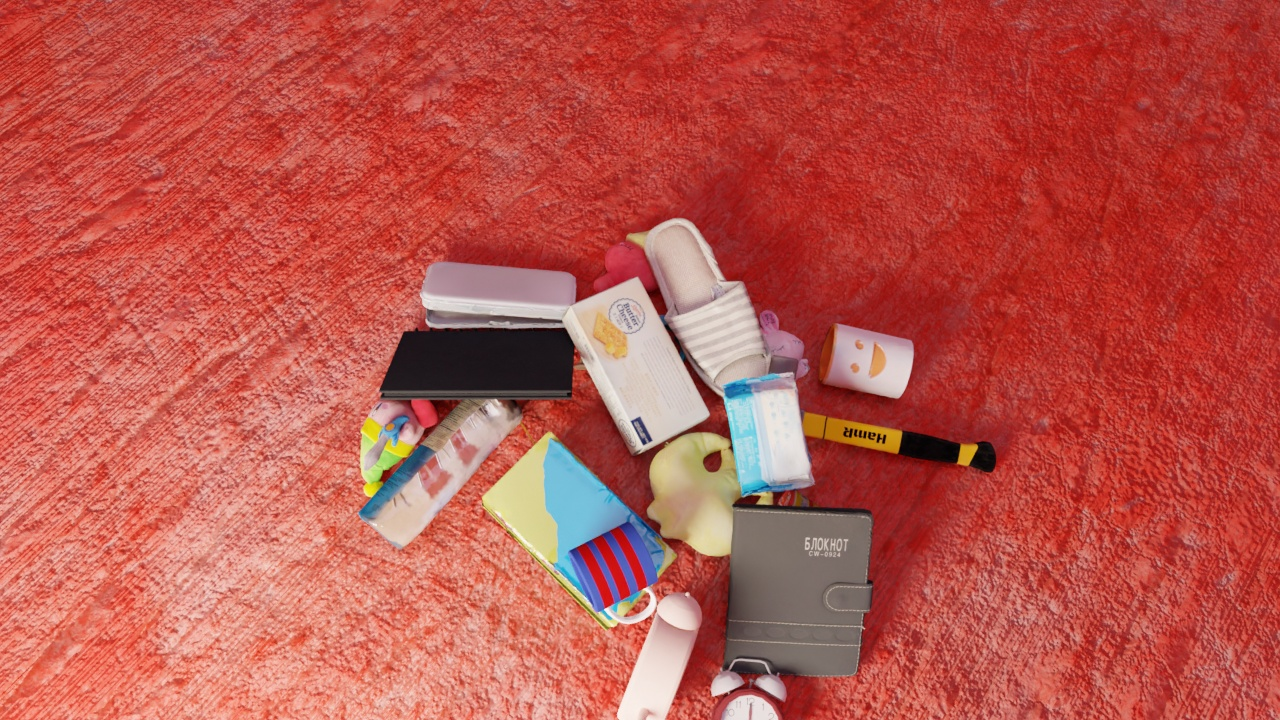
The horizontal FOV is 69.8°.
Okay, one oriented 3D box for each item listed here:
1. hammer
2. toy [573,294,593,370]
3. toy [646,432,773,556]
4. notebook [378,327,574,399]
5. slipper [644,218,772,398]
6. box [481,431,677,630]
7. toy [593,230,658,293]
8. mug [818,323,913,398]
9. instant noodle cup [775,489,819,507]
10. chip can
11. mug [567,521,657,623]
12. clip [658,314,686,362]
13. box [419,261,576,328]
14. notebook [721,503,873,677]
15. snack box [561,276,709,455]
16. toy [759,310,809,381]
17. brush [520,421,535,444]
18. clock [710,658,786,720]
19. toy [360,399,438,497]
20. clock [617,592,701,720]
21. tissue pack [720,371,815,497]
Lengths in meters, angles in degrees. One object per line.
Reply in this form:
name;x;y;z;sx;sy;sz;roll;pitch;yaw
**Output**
hammer;0.302;0.104;1.181;0.324;0.034;0.170;11;90;-5
toy;-0.056;-0.035;1.240;0.054;0.042;0.101;14;78;-40
toy;0.077;0.168;1.146;0.154;0.065;0.170;-28;66;-23
notebook;-0.202;0.001;1.181;0.231;0.019;0.169;0;29;-2
slipper;0.087;-0.072;1.219;0.114;0.054;0.272;-29;75;3
box;-0.074;0.206;1.105;0.221;0.079;0.124;42;73;4
toy;-0.010;-0.129;1.280;0.091;0.045;0.135;37;65;15
mug;0.297;0.001;1.215;0.105;0.082;0.082;12;67;3
instant noodle cup;0.213;0.223;1.114;0.112;0.100;0.100;26;68;1
chip can;-0.245;0.128;1.146;0.080;0.080;0.229;36;71;13
mug;-0.025;0.247;1.029;0.076;0.075;0.112;-24;106;-14
clip;0.033;-0.044;1.258;0.118;0.033;0.120;6;67;4
box;-0.190;-0.091;1.248;0.213;0.063;0.118;2;50;0
notebook;0.184;0.269;1.066;0.169;0.029;0.209;2;105;2
snack box;-0.007;0.007;1.187;0.104;0.058;0.208;-25;83;-19
toy;0.182;-0.021;1.241;0.063;0.047;0.110;-30;67;-21
brush;-0.119;0.134;1.178;0.048;0.017;0.126;-31;71;-14
clock;0.123;0.407;1.050;0.087;0.044;0.124;5;72;1
toy;-0.308;0.101;1.148;0.131;0.124;0.097;-39;113;-19
clock;0.031;0.348;1.029;0.086;0.131;0.160;15;66;4
tissue pack;0.156;0.088;1.117;0.093;0.061;0.144;-11;85;10
